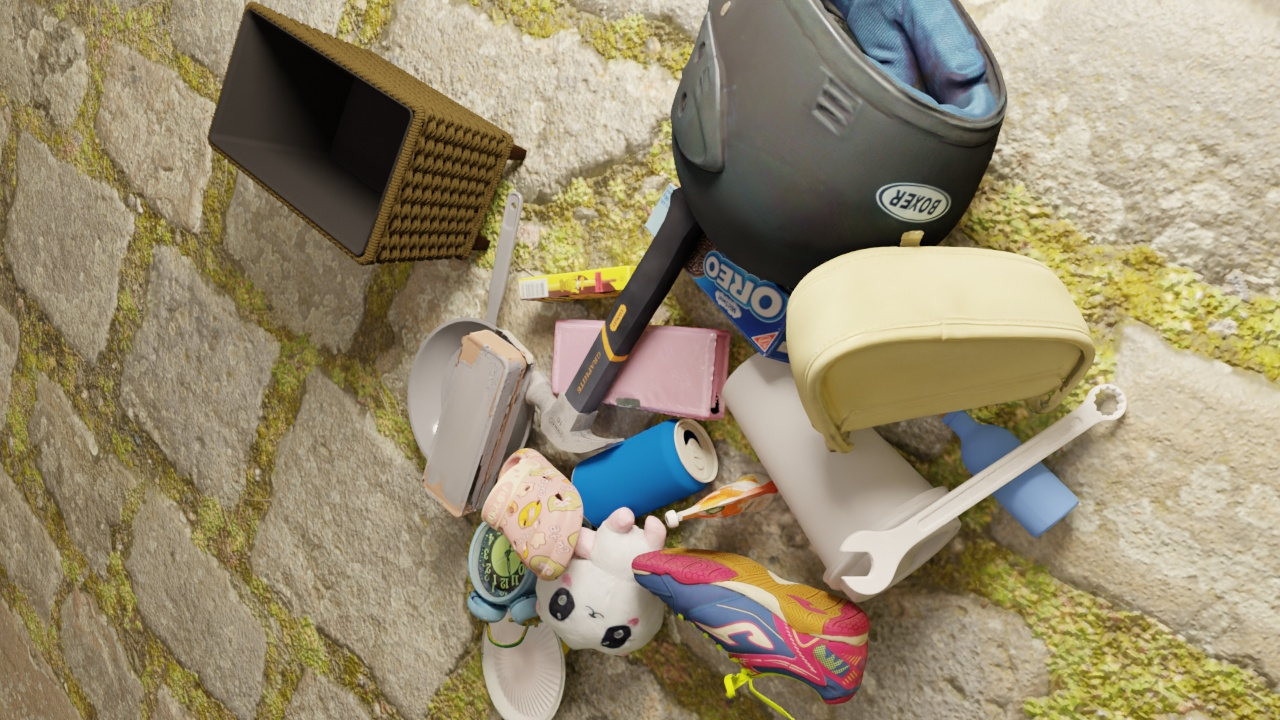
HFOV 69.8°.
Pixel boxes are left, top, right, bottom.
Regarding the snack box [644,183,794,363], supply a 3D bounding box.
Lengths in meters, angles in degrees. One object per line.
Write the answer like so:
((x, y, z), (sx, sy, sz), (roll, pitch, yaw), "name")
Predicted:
((0.086, -0.086, 0.868), (0.059, 0.059, 0.226), (-56, 46, 22), "snack box")

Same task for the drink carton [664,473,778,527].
((0.080, 0.136, 0.878), (0.069, 0.122, 0.039), (-23, 79, 32), "drink carton")

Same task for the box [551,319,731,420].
((-0.005, 0.005, 0.962), (0.233, 0.037, 0.098), (4, 90, 43), "box")

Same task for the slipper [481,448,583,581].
((-0.124, 0.148, 0.958), (0.093, 0.081, 0.197), (-63, 29, 11), "slipper")

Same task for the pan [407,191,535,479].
((-0.179, -0.024, 1.084), (0.201, 0.050, 0.357), (26, 105, 30), "pan")

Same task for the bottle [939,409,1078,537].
((0.303, 0.085, 0.775), (0.131, 0.048, 0.048), (50, 116, 22), "bottle")

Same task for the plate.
((-0.136, 0.351, 1.075), (0.157, 0.014, 0.157), (-4, 84, 45), "plate")

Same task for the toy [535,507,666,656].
((-0.030, 0.228, 0.958), (0.139, 0.101, 0.180), (28, 119, 3), "toy")

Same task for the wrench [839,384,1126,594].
((0.272, 0.098, 0.727), (0.273, 0.009, 0.047), (-32, 86, -6), "wrench")

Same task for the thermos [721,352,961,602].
((0.169, 0.093, 0.826), (0.132, 0.131, 0.221), (-50, 59, 24), "thermos")

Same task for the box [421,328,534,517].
((-0.184, 0.071, 1.024), (0.081, 0.062, 0.217), (36, 118, 28), "box")

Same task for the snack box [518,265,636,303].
((-0.057, -0.082, 0.997), (0.149, 0.061, 0.025), (-3, 89, 33), "snack box")

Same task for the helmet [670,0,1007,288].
((0.139, -0.204, 0.765), (0.237, 0.248, 0.315), (-52, 43, 47), "helmet")

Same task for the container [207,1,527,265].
((-0.308, -0.253, 1.067), (0.321, 0.204, 0.177), (35, 110, 27), "container")

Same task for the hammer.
((-0.021, -0.036, 0.917), (0.139, 0.035, 0.313), (49, 124, 30), "hammer")

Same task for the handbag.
((0.228, -0.009, 0.704), (0.233, 0.191, 0.088), (-10, 54, -2), "handbag")

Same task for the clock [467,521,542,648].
((-0.142, 0.244, 1.047), (0.118, 0.060, 0.162), (-12, 69, 35), "clock")

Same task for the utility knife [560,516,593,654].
((-0.076, 0.239, 1.047), (0.029, 0.020, 0.213), (18, 101, 30), "utility knife")

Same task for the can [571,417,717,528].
((0.001, 0.119, 0.955), (0.146, 0.078, 0.079), (-28, 77, 31), "can")

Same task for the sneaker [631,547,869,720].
((0.086, 0.239, 0.829), (0.242, 0.116, 0.091), (13, 103, 40), "sneaker")
